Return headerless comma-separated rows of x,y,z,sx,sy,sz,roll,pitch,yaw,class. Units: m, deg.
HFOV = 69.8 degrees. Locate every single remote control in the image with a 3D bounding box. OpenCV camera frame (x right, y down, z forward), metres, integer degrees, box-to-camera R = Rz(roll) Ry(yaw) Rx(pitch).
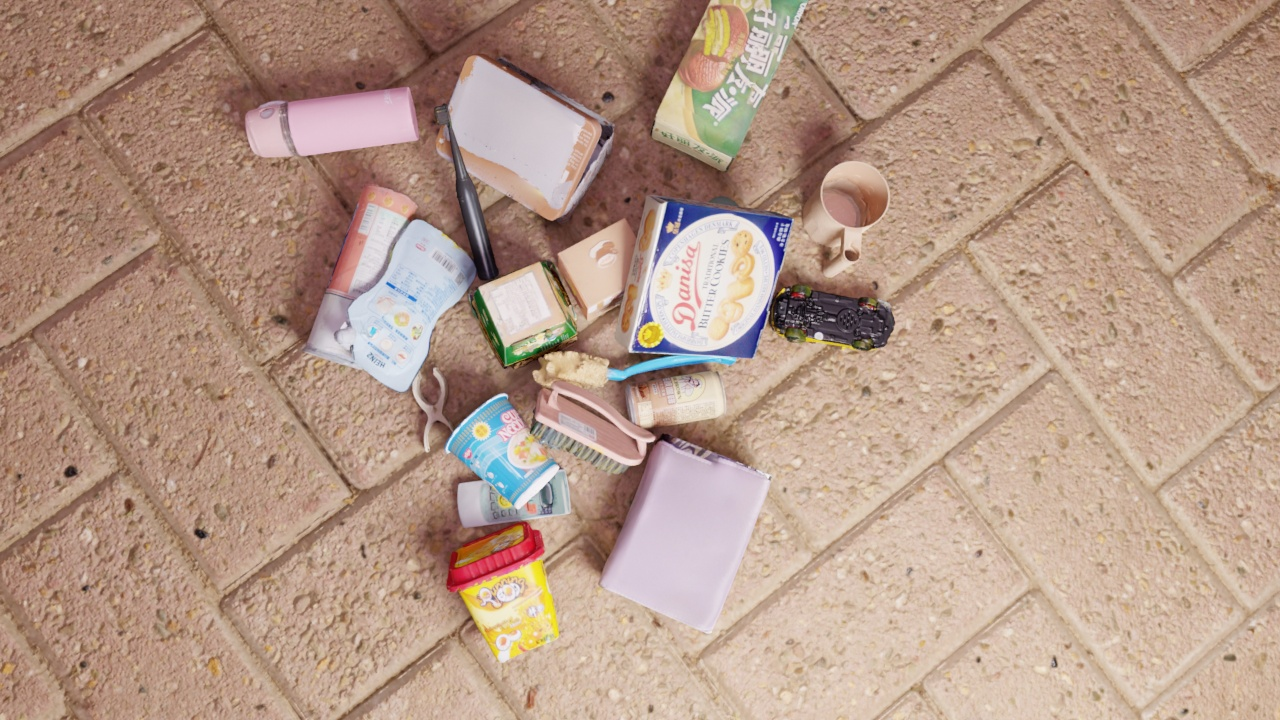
-0.154,0.168,1.114,0.135,0.019,0.056,-7,84,-5,remote control

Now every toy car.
0.240,-0.050,1.153,0.156,0.041,0.071,8,83,-1,toy car

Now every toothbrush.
-0.207,-0.197,1.090,0.027,0.026,0.213,-27,120,-27,toothbrush

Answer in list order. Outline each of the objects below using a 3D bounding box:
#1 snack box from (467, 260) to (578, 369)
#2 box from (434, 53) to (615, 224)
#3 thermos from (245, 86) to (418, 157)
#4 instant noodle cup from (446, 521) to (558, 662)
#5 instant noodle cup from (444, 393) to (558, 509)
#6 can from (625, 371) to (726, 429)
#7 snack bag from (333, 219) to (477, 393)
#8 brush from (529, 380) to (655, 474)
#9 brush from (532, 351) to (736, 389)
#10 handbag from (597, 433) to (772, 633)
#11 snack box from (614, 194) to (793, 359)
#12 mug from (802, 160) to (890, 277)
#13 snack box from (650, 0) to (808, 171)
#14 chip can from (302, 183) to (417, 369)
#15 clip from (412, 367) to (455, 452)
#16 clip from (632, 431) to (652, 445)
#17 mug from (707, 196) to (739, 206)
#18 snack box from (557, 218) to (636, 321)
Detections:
-0.139,-0.062,1.097,0.118,0.106,0.117,-24,85,-7,snack box
-0.140,-0.267,1.093,0.181,0.158,0.148,31,82,0,box
-0.379,-0.298,1.133,0.198,0.067,0.087,-9,53,-3,thermos
-0.152,0.269,1.063,0.116,0.116,0.123,-21,97,-6,instant noodle cup
-0.157,0.111,1.076,0.110,0.099,0.099,44,83,8,instant noodle cup
0.042,0.049,1.120,0.116,0.058,0.058,-9,84,-5,can
-0.277,-0.066,1.091,0.110,0.039,0.190,44,63,-34,snack bag
-0.056,0.081,1.078,0.145,0.063,0.073,29,113,-15,brush
-0.007,0.006,1.122,0.254,0.083,0.046,-5,77,-12,brush
0.051,0.201,1.085,0.145,0.098,0.197,23,84,-3,handbag
0.074,-0.094,1.075,0.182,0.046,0.178,2,113,-28,snack box
0.250,-0.171,1.136,0.084,0.103,0.124,4,83,-3,mug
0.112,-0.374,1.169,0.114,0.063,0.240,26,82,-2,snack box
-0.335,-0.101,1.105,0.071,0.071,0.214,18,83,-2,chip can
-0.260,0.060,1.114,0.076,0.034,0.103,-1,92,-6,clip
-0.012,0.099,1.134,0.056,0.028,0.024,-11,82,5,clip
0.088,-0.134,1.138,0.106,0.082,0.112,-36,114,-8,mug
-0.042,-0.108,1.114,0.092,0.094,0.077,-28,86,-6,snack box
